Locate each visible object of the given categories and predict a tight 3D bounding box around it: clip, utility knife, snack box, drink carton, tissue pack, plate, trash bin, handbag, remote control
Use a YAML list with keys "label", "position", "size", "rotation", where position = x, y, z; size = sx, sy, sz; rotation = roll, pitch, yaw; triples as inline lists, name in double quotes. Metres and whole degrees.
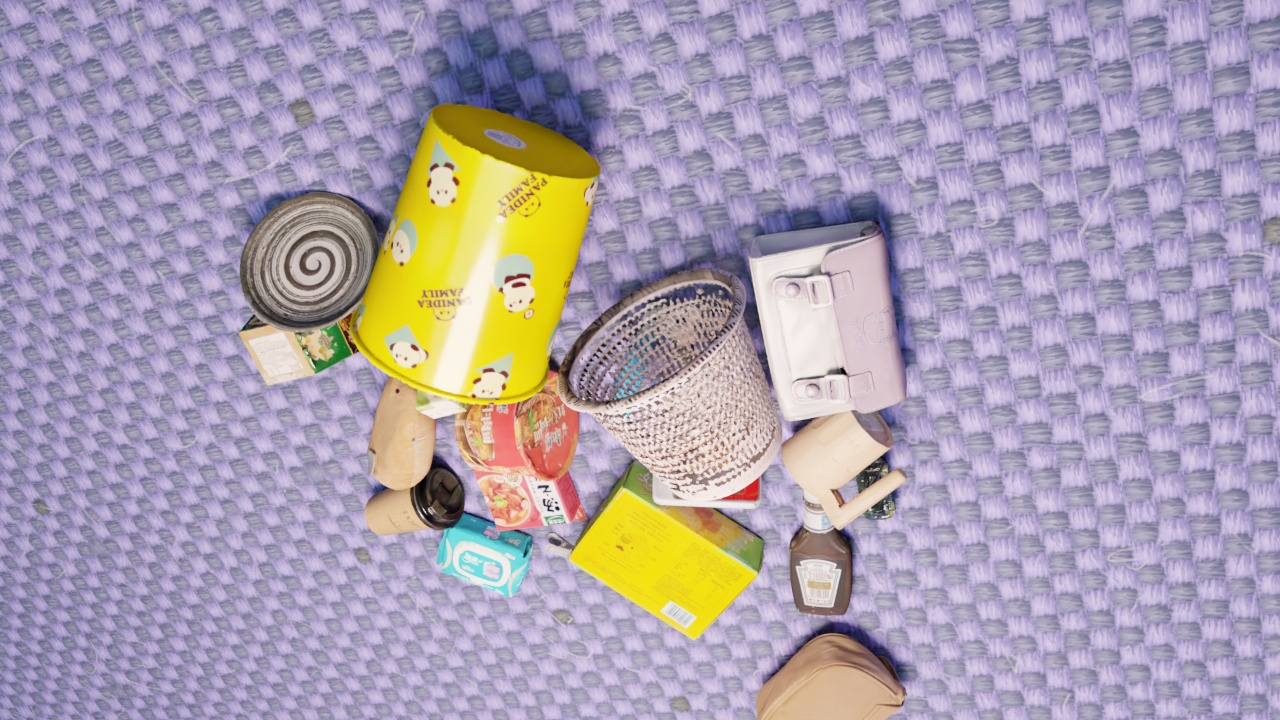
- label: "clip"
  position: [-0.108, 0.265, 1.290]
  size: [0.056, 0.026, 0.024]
  rotation: [29, 124, -16]
- label: "utility knife"
  position: [-0.007, 0.007, 1.123]
  size: [0.034, 0.018, 0.188]
  rotation: [15, 120, -6]
- label: "snack box"
  position: [-0.148, 0.183, 1.239]
  size: [0.113, 0.044, 0.127]
  rotation: [-10, 114, 20]
- label: "drink carton"
  position: [-0.241, 0.008, 1.131]
  size: [0.054, 0.122, 0.045]
  rotation: [-14, 151, 22]
- label: "tissue pack"
  position: [-0.223, 0.276, 1.306]
  size: [0.133, 0.050, 0.093]
  rotation: [19, 121, 5]
- label: "plate"
  position: [-0.397, -0.117, 1.109]
  size: [0.179, 0.024, 0.179]
  rotation: [-2, 74, 6]
- label: "trash bin"
  position: [0.052, 0.040, 1.012]
  size: [0.228, 0.226, 0.192]
  rotation: [-20, 121, 24]
- label: "handbag"
  position: [0.206, -0.042, 0.998]
  size: [0.145, 0.098, 0.197]
  rotation: [-11, 113, 12]
- label: "snack box"
  position: [0.034, 0.251, 1.212]
  size: [0.210, 0.069, 0.158]
  rotation: [33, 120, -3]
- label: "remote control"
  position: [0.083, 0.155, 1.146]
  size: [0.136, 0.055, 0.020]
  rotation: [3, 158, 1]
- label: "handbag"
  position: [0.252, 0.459, 1.251]
  size: [0.147, 0.099, 0.205]
  rotation: [30, 121, -10]
- label: "trash bin"
  position: [-0.169, -0.120, 0.991]
  size: [0.229, 0.229, 0.256]
  rotation: [24, 116, 2]
- label: "snack box"
  position: [-0.438, -0.031, 1.170]
  size: [0.118, 0.105, 0.118]
  rotation: [-12, 113, 21]

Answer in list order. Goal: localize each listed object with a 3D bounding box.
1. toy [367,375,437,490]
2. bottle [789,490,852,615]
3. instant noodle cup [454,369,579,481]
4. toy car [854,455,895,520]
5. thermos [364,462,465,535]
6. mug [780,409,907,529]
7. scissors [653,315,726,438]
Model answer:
- label: "toy"
  position: [-0.300, 0.062, 1.171]
  size: [0.082, 0.143, 0.226]
  rotation: [-4, 128, -33]
- label: "bottle"
  position: [0.229, 0.236, 1.167]
  size: [0.080, 0.043, 0.195]
  rotation: [0, 116, 15]
- label: "instant noodle cup"
  position: [-0.156, 0.084, 1.145]
  size: [0.109, 0.137, 0.138]
  rotation: [-5, 116, 27]
- label: "toy car"
  position: [0.284, 0.152, 1.112]
  size: [0.043, 0.034, 0.091]
  rotation: [-7, 114, 21]
- label: "thermos"
  position: [-0.314, 0.199, 1.272]
  size: [0.144, 0.092, 0.093]
  rotation: [-21, 110, 31]
- label: "mug"
  position: [0.237, 0.115, 1.061]
  size: [0.104, 0.084, 0.124]
  rotation: [-44, 55, 28]
- label: "scissors"
  position: [0.072, 0.046, 1.125]
  size: [0.189, 0.015, 0.226]
  rotation: [-29, 105, 27]
